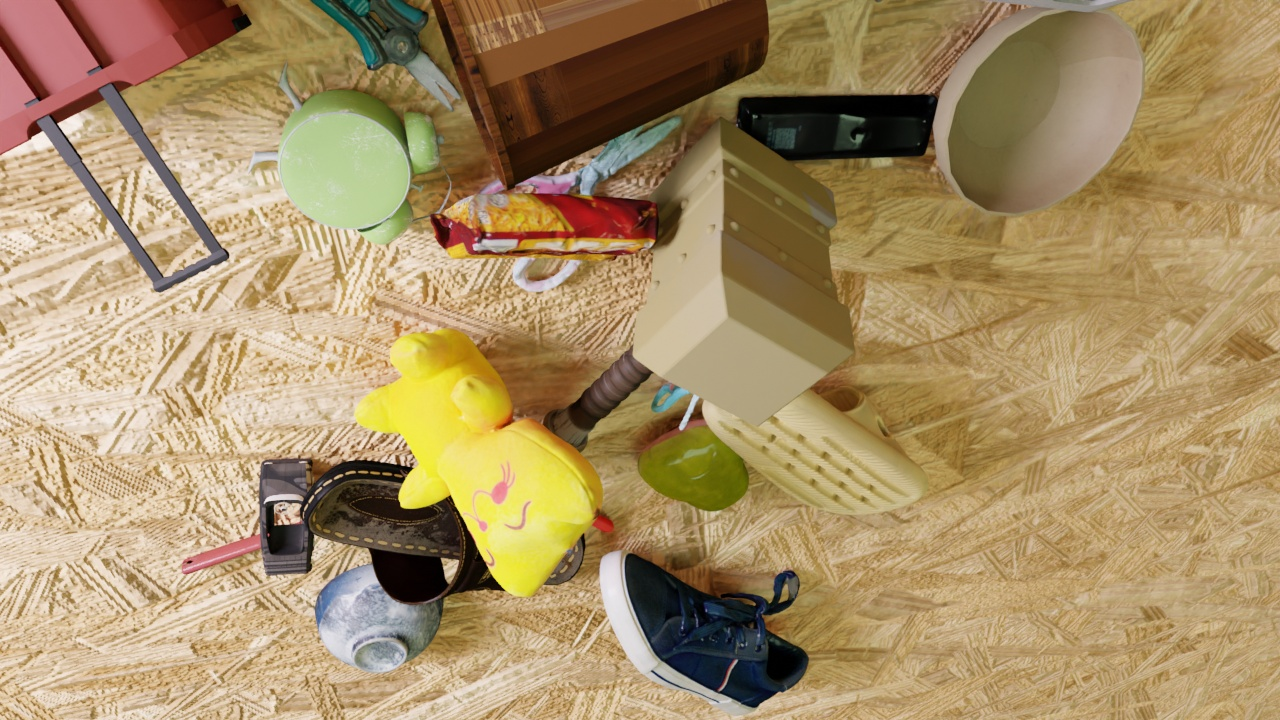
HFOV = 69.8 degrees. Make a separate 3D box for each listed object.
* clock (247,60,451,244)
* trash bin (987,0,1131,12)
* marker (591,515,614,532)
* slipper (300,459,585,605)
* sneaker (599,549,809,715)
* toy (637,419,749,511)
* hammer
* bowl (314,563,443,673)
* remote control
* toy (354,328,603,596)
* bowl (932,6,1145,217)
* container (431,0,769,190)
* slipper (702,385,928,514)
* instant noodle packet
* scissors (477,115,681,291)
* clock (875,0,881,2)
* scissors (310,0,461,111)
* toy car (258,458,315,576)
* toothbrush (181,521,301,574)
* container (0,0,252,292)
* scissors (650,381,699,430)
[{"bbox_3d":[-0.180,-0.124,0.585,0.119,0.042,0.095,17,120,-26],"label":"clock"},{"bbox_3d":[0.226,-0.266,0.488,0.228,0.115,0.114,-8,98,-29],"label":"trash bin"},{"bbox_3d":[-0.059,0.128,0.788,0.013,0.012,0.142,-34,147,10],"label":"marker"},{"bbox_3d":[-0.148,0.151,0.760,0.267,0.075,0.113,24,116,-38],"label":"slipper"},{"bbox_3d":[0.077,0.252,0.891,0.127,0.120,0.294,-29,131,22],"label":"sneaker"},{"bbox_3d":[0.052,0.097,0.803,0.090,0.051,0.110,-30,130,10],"label":"toy"},{"bbox_3d":[-0.004,0.004,0.669,0.100,0.189,0.326,27,133,-23],"label":"hammer"},{"bbox_3d":[-0.235,0.242,0.825,0.114,0.060,0.114,-7,126,-9],"label":"bowl"},{"bbox_3d":[0.142,-0.164,0.656,0.150,0.022,0.047,-5,126,-12],"label":"remote control"},{"bbox_3d":[-0.113,0.069,0.665,0.087,0.194,0.135,-27,156,-52],"label":"toy"},{"bbox_3d":[0.277,-0.183,0.660,0.152,0.050,0.153,-8,126,-11],"label":"bowl"},{"bbox_3d":[-0.023,-0.191,0.533,0.167,0.132,0.132,-21,128,-7],"label":"container"},{"bbox_3d":[0.147,0.060,0.785,0.112,0.079,0.261,-26,139,33],"label":"slipper"},{"bbox_3d":[-0.063,-0.084,0.597,0.135,0.099,0.039,-3,88,-23],"label":"instant noodle packet"},{"bbox_3d":[-0.033,-0.115,0.652,0.179,0.016,0.103,-33,126,5],"label":"scissors"},{"bbox_3d":[0.117,-0.287,0.544,0.152,0.052,0.114,20,118,-21],"label":"clock"},{"bbox_3d":[-0.166,-0.207,0.543,0.141,0.019,0.128,-1,120,-23],"label":"scissors"},{"bbox_3d":[-0.279,0.125,0.725,0.040,0.037,0.092,-1,92,-13],"label":"toy car"},{"bbox_3d":[-0.289,0.145,0.767,0.190,0.016,0.016,-18,132,-2],"label":"toothbrush"},{"bbox_3d":[-0.282,-0.150,0.485,0.148,0.127,0.201,-25,118,3],"label":"container"},{"bbox_3d":[0.052,0.004,0.713,0.015,0.135,0.133,39,74,-17],"label":"scissors"}]
